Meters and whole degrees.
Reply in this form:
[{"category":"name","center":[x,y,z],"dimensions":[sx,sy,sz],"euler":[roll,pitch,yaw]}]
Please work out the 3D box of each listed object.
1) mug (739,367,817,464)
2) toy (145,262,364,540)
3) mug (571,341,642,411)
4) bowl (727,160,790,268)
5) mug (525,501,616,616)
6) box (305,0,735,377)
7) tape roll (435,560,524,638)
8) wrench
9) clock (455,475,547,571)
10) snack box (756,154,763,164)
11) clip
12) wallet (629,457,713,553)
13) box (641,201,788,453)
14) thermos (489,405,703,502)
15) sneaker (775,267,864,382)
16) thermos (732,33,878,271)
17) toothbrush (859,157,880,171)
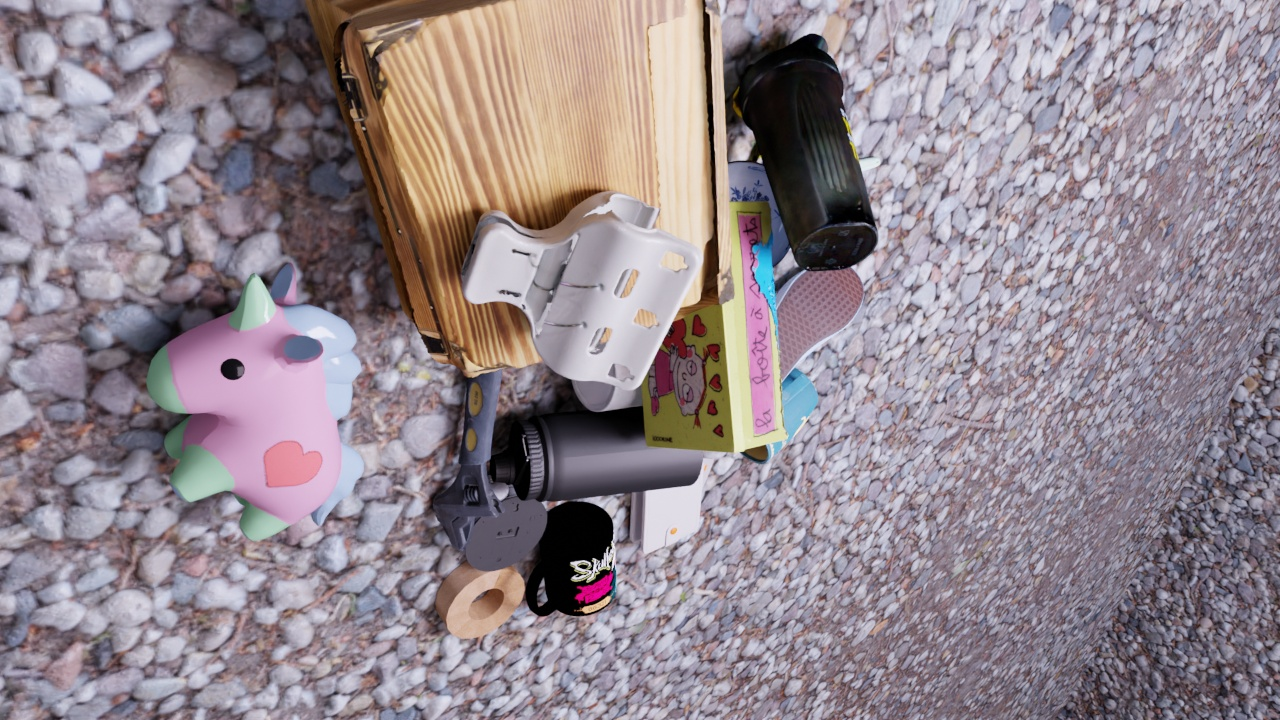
[{"category":"mug","center":[0.160,0.054,1.082],"dimensions":[0.104,0.084,0.112],"euler":[-37,170,-24]},{"category":"toy","center":[-0.271,0.043,0.697],"dimensions":[0.171,0.120,0.222],"euler":[-36,137,-2]},{"category":"mug","center":[-0.005,0.005,0.914],"dimensions":[0.105,0.082,0.082],"euler":[-8,124,-36]},{"category":"bowl","center":[0.101,-0.137,0.899],"dimensions":[0.114,0.114,0.045],"euler":[-65,167,17]},{"category":"mug","center":[-0.080,0.228,1.005],"dimensions":[0.117,0.082,0.098],"euler":[-37,139,-37]},{"category":"box","center":[-0.080,-0.145,0.664],"dimensions":[0.250,0.192,0.280],"euler":[-27,135,-22]},{"category":"tape roll","center":[-0.173,0.255,0.992],"dimensions":[0.093,0.027,0.094],"euler":[-23,132,-28]},{"category":"wrench","center":[-0.151,0.060,0.851],"dimensions":[0.022,0.073,0.274],"euler":[-30,135,-58]},{"category":"clock","center":[-0.142,0.159,0.944],"dimensions":[0.094,0.035,0.123],"euler":[1,117,-42]},{"category":"snack box","center":[0.133,-0.182,0.923],"dimensions":[0.028,0.040,0.148],"euler":[-16,133,-65]},{"category":"clip","center":[-0.047,-0.059,0.633],"dimensions":[0.152,0.101,0.127],"euler":[23,118,-4]},{"category":"wallet","center":[0.043,0.167,1.111],"dimensions":[0.115,0.037,0.119],"euler":[-18,127,-31]},{"category":"box","center":[0.059,-0.032,0.834],"dimensions":[0.079,0.125,0.221],"euler":[-10,98,-39]},{"category":"thermos","center":[-0.046,0.092,0.908],"dimensions":[0.198,0.086,0.086],"euler":[-3,122,-23]},{"category":"sneaker","center":[0.158,-0.030,1.058],"dimensions":[0.240,0.098,0.083],"euler":[-42,96,-28]},{"category":"thermos","center":[0.146,-0.185,0.811],"dimensions":[0.098,0.220,0.098],"euler":[-7,151,-4]},{"category":"toothbrush","center":[0.207,-0.203,0.996],"dimensions":[0.154,0.015,0.022],"euler":[-19,99,-31]}]
